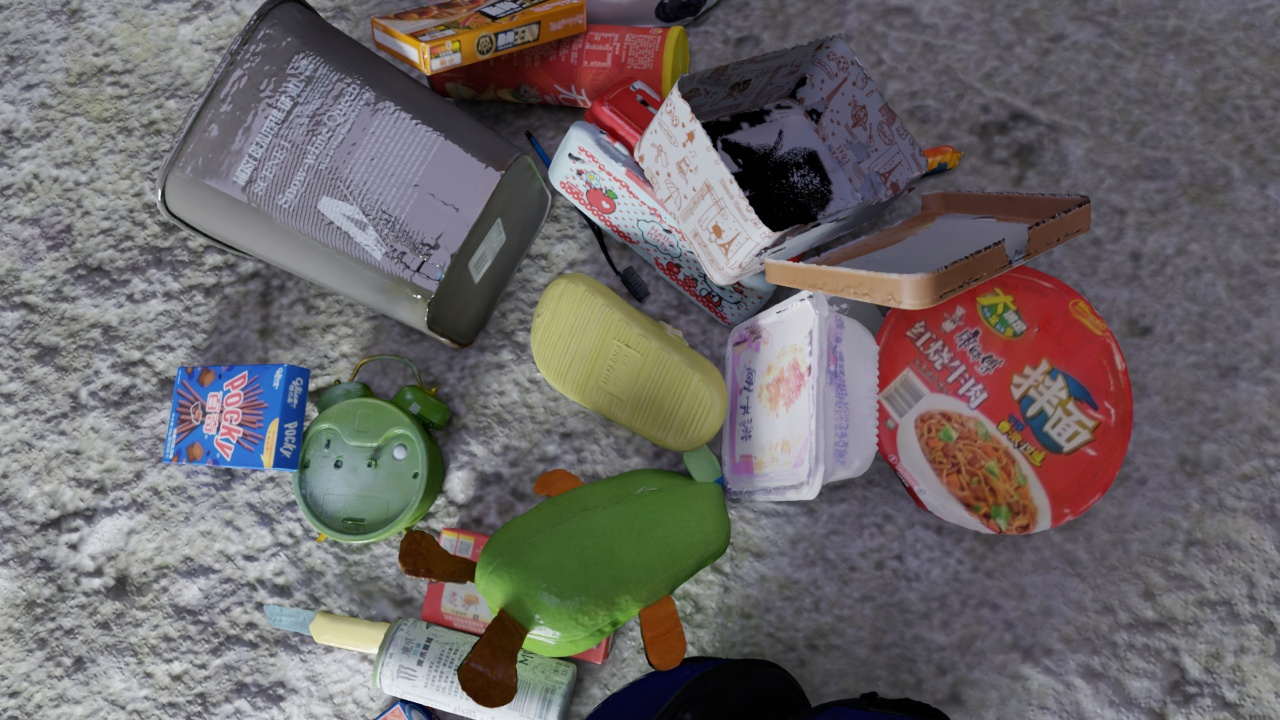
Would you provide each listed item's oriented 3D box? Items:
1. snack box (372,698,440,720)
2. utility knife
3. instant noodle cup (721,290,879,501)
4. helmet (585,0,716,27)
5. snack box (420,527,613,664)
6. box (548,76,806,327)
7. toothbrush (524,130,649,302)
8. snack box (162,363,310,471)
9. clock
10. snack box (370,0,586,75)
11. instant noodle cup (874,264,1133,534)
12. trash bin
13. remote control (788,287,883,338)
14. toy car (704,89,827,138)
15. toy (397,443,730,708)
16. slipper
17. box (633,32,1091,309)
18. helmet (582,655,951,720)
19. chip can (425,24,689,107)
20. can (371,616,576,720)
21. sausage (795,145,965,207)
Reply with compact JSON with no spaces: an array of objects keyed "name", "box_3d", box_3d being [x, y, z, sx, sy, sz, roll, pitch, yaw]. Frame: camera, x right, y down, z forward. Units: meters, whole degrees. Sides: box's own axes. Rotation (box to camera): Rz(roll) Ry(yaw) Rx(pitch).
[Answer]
[{"name":"snack box","box_3d":[-0.142,0.355,0.692,0.058,0.057,0.207,-37,76,-1]},{"name":"utility knife","box_3d":[-0.219,0.223,0.747,0.195,0.020,0.031,8,80,4]},{"name":"instant noodle cup","box_3d":[0.114,0.032,0.657,0.060,0.174,0.138,5,80,-12]},{"name":"helmet","box_3d":[-0.010,-0.403,0.755,0.259,0.146,0.229,-30,76,4]},{"name":"snack box","box_3d":[-0.093,0.184,0.728,0.153,0.025,0.075,10,82,11]},{"name":"box","box_3d":[0.028,-0.119,0.727,0.201,0.095,0.102,39,131,-1]},{"name":"toothbrush","box_3d":[-0.047,-0.126,0.782,0.016,0.014,0.189,-34,75,1]},{"name":"snack box","box_3d":[-0.340,0.047,0.766,0.157,0.026,0.084,-2,79,33]},{"name":"clock","box_3d":[-0.217,0.074,0.754,0.116,0.056,0.161,3,81,10]},{"name":"snack box","box_3d":[-0.122,-0.261,0.709,0.153,0.026,0.075,-30,49,-33]},{"name":"instant noodle cup","box_3d":[0.246,0.028,0.661,0.194,0.066,0.193,1,79,-6]},{"name":"trash bin","box_3d":[-0.208,-0.132,0.726,0.220,0.198,0.199,29,86,8]},{"name":"remote control","box_3d":[0.171,-0.010,0.719,0.056,0.019,0.135,-30,77,4]},{"name":"toy car","box_3d":[0.093,-0.201,0.759,0.120,0.037,0.054,7,79,1]},{"name":"toy","box_3d":[-0.036,0.143,0.661,0.246,0.090,0.227,-19,39,-21]},{"name":"slipper","box_3d":[-0.004,0.004,0.720,0.190,0.081,0.092,34,104,29]},{"name":"box","box_3d":[0.138,-0.113,0.625,0.178,0.131,0.272,-24,51,-31]},{"name":"helmet","box_3d":[0.051,0.307,0.569,0.240,0.247,0.315,35,94,49]},{"name":"chip can","box_3d":[-0.071,-0.250,0.777,0.217,0.073,0.073,7,81,11]},{"name":"can","box_3d":[-0.125,0.242,0.699,0.147,0.058,0.058,14,83,5]},{"name":"sausage","box_3d":[0.179,-0.146,0.740,0.165,0.021,0.021,-14,78,8]}]
